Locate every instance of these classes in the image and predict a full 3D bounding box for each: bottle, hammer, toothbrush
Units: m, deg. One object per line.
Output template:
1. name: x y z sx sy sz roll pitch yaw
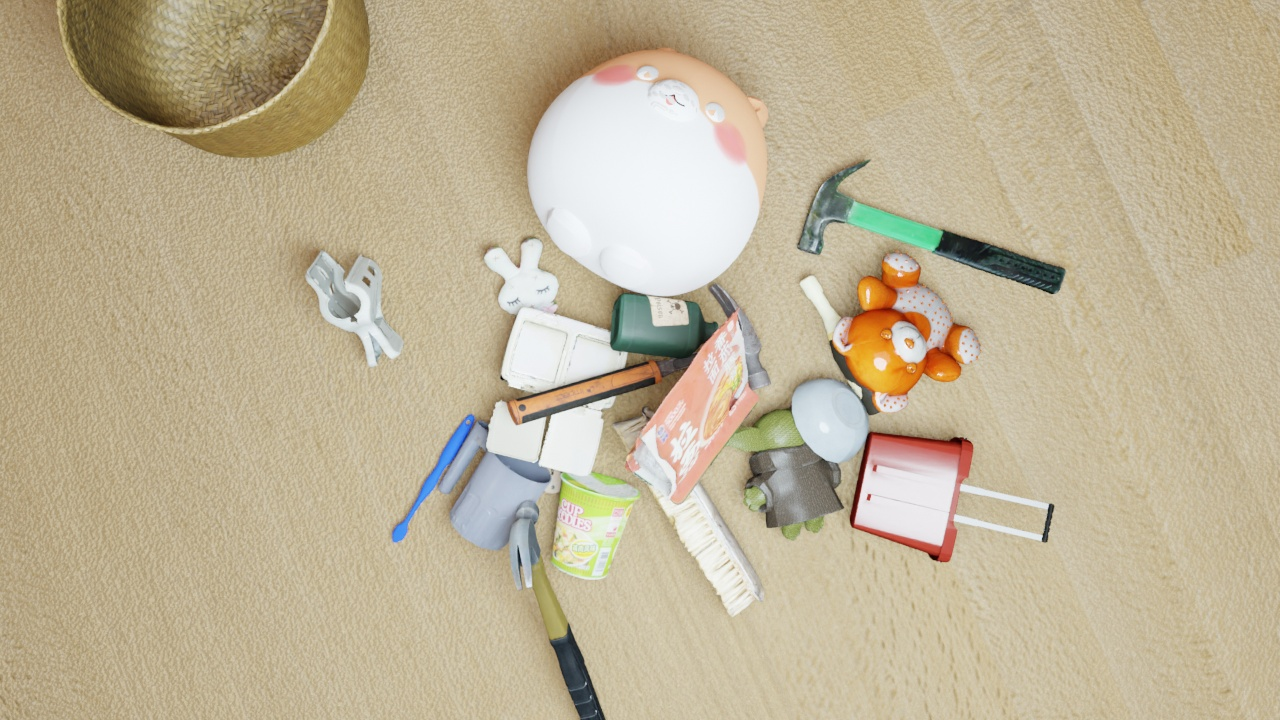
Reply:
1. bottle: 0.249 -0.022 1.116 0.045 0.045 0.184 -31 88 0
2. hammer: 0.363 -0.148 1.127 0.319 0.032 0.130 19 88 1
3. hammer: -0.006 0.006 1.083 0.314 0.035 0.137 -16 86 -17
4. toothbrush: -0.255 0.146 1.136 0.016 0.018 0.182 31 86 2
5. hammer: -0.085 0.331 1.049 0.025 0.117 0.333 -16 108 6
6. bottle: 0.035 -0.037 1.051 0.131 0.061 0.061 7 76 -11

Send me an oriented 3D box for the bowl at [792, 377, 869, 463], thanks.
1. bowl: 0.231 0.064 1.082 0.106 0.039 0.106 19 53 -28

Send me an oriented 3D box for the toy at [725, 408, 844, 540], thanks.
1. toy: 0.179 0.133 1.094 0.179 0.078 0.152 -11 83 -26

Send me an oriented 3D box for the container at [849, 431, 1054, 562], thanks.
1. container: 0.357 0.161 1.068 0.201 0.127 0.148 12 87 11

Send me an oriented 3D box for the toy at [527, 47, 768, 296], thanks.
1. toy: 0.017 -0.217 1.022 0.263 0.266 0.280 31 71 4

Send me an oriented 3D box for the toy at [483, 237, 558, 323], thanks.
1. toy: -0.139 -0.091 1.129 0.079 0.038 0.122 -24 92 -10

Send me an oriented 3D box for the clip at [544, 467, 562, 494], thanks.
1. clip: -0.108 0.136 1.120 0.024 0.041 0.061 -2 93 -1

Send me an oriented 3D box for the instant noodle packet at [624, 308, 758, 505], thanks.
1. instant noodle packet: 0.051 0.043 0.954 0.084 0.221 0.164 35 75 17

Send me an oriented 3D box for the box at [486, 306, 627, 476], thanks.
1. box: -0.099 0.037 1.090 0.143 0.050 0.183 15 80 -9

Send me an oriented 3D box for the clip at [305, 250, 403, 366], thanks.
1. clip: -0.327 -0.070 1.096 0.096 0.126 0.152 -37 111 7

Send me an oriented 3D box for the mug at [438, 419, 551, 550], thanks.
1. mug: -0.181 0.149 1.099 0.124 0.083 0.104 39 103 26

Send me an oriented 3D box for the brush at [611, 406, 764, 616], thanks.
1. brush: 0.059 0.178 1.094 0.056 0.083 0.271 -32 88 -1

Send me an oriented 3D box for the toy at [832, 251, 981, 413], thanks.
1. toy: 0.303 -0.030 1.064 0.172 0.093 0.164 -40 94 -31

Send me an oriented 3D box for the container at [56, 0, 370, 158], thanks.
1. container: -0.475 -0.387 1.068 0.307 0.196 0.307 0 86 0

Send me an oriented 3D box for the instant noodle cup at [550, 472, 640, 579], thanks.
1. instant noodle cup: -0.061 0.197 1.094 0.099 0.099 0.108 15 96 1
